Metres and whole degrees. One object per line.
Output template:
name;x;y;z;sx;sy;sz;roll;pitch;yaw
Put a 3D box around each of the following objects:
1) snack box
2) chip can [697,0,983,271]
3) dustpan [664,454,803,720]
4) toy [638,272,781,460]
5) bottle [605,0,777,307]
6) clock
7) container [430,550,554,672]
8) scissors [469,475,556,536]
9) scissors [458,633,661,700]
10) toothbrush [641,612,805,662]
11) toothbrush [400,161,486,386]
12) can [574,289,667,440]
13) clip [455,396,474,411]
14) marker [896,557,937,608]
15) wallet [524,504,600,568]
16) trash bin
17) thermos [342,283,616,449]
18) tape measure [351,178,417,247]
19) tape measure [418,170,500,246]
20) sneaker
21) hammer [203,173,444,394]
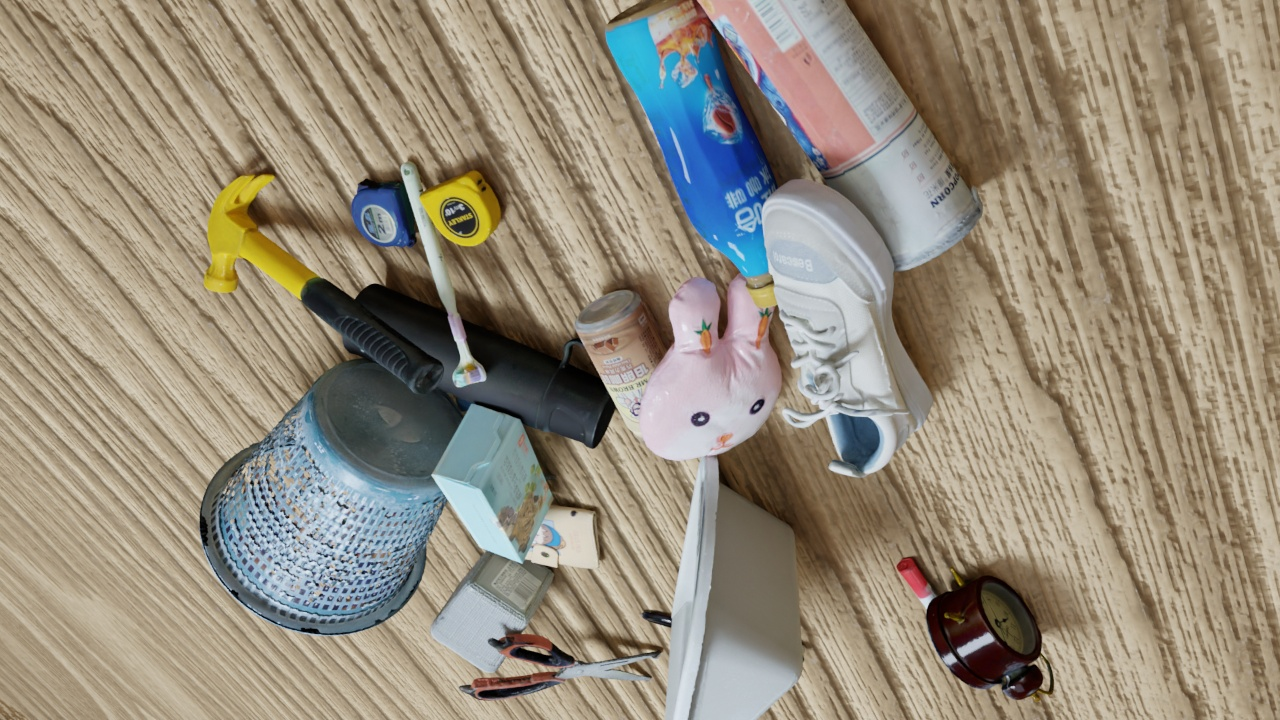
snack box;-0.130;0.116;0.839;0.052;0.074;0.175;17;151;16
chip can;0.119;-0.158;0.552;0.071;0.071;0.215;-27;110;38
dustpan;0.039;0.210;0.786;0.142;0.222;0.258;32;123;-15
toy;0.055;0.008;0.700;0.054;0.121;0.160;47;142;50
bottle;0.049;-0.133;0.611;0.065;0.065;0.219;-10;120;32
clock;0.295;0.231;0.761;0.122;0.081;0.055;40;126;-4
container;-0.160;0.266;1.010;0.090;0.090;0.115;33;129;-2
scissors;-0.162;0.130;0.957;0.159;0.014;0.181;16;128;11
scissors;-0.090;0.341;1.011;0.189;0.015;0.227;-35;131;23
toothbrush;0.083;0.283;0.952;0.181;0.018;0.016;6;133;25
toothbrush;-0.165;-0.071;0.757;0.029;0.020;0.189;-14;98;9
can;-0.004;0.004;0.748;0.059;0.058;0.116;-10;120;32
clip;-0.170;0.019;0.870;0.027;0.043;0.058;-11;115;34
marker;0.270;0.231;0.816;0.017;0.017;0.145;-23;112;37
wallet;-0.099;0.181;0.951;0.115;0.024;0.087;5;126;11
trash bin;-0.268;0.112;0.864;0.226;0.225;0.196;38;123;-5
thermos;-0.136;-0.005;0.810;0.242;0.068;0.090;21;104;8
tape measure;-0.216;-0.125;0.776;0.054;0.025;0.058;8;124;24
tape measure;-0.140;-0.122;0.737;0.060;0.028;0.057;-13;117;33
sneaker;0.124;-0.008;0.609;0.089;0.090;0.242;22;155;44
hammer;-0.278;-0.059;0.785;0.301;0.032;0.129;33;118;26
